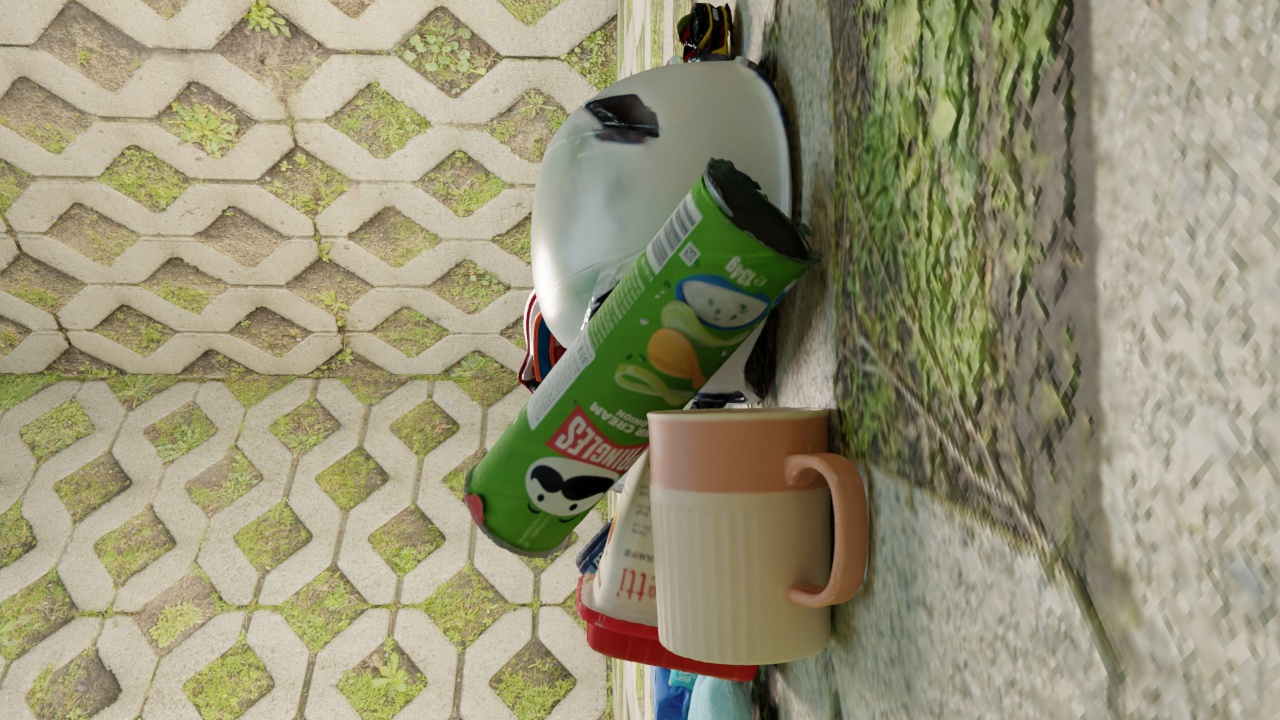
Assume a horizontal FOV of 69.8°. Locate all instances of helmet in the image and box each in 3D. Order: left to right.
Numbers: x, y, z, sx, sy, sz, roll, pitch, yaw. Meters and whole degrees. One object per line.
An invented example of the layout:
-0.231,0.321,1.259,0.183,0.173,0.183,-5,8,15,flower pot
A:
-0.052,0.016,1.166,0.207,0.143,0.240,-15,84,53,helmet
0.001,-0.083,0.597,0.259,0.146,0.229,171,99,-86,helmet

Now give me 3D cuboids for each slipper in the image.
0.008,0.202,0.923,0.095,0.105,0.253,46,177,16,slipper

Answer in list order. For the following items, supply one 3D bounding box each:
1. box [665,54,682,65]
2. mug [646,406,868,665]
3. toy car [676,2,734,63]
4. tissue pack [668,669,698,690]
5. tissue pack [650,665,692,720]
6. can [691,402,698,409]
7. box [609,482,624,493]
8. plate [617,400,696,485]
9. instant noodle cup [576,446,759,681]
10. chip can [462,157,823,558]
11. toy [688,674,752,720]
0.016,-0.214,0.961,0.200,0.059,0.161,-96,18,-47,box
0.054,0.074,0.406,0.115,0.081,0.106,-4,88,56,mug
0.045,-0.199,0.710,0.156,0.041,0.071,97,172,-49,toy car
0.043,0.165,0.667,0.093,0.050,0.133,93,175,-48,tissue pack
0.035,0.238,0.768,0.156,0.052,0.095,-95,5,-53,tissue pack
0.027,0.049,0.874,0.134,0.053,0.053,-109,19,-78,can
-0.032,0.094,1.008,0.062,0.185,0.090,-10,-75,-52,box
-0.005,0.005,0.813,0.205,0.045,0.204,-47,33,45,plate
0.028,0.109,0.546,0.117,0.116,0.124,153,130,-86,instant noodle cup
-0.008,0.008,0.482,0.237,0.072,0.072,-51,25,29,chip can
0.050,0.267,0.570,0.162,0.050,0.156,117,152,-74,toy
